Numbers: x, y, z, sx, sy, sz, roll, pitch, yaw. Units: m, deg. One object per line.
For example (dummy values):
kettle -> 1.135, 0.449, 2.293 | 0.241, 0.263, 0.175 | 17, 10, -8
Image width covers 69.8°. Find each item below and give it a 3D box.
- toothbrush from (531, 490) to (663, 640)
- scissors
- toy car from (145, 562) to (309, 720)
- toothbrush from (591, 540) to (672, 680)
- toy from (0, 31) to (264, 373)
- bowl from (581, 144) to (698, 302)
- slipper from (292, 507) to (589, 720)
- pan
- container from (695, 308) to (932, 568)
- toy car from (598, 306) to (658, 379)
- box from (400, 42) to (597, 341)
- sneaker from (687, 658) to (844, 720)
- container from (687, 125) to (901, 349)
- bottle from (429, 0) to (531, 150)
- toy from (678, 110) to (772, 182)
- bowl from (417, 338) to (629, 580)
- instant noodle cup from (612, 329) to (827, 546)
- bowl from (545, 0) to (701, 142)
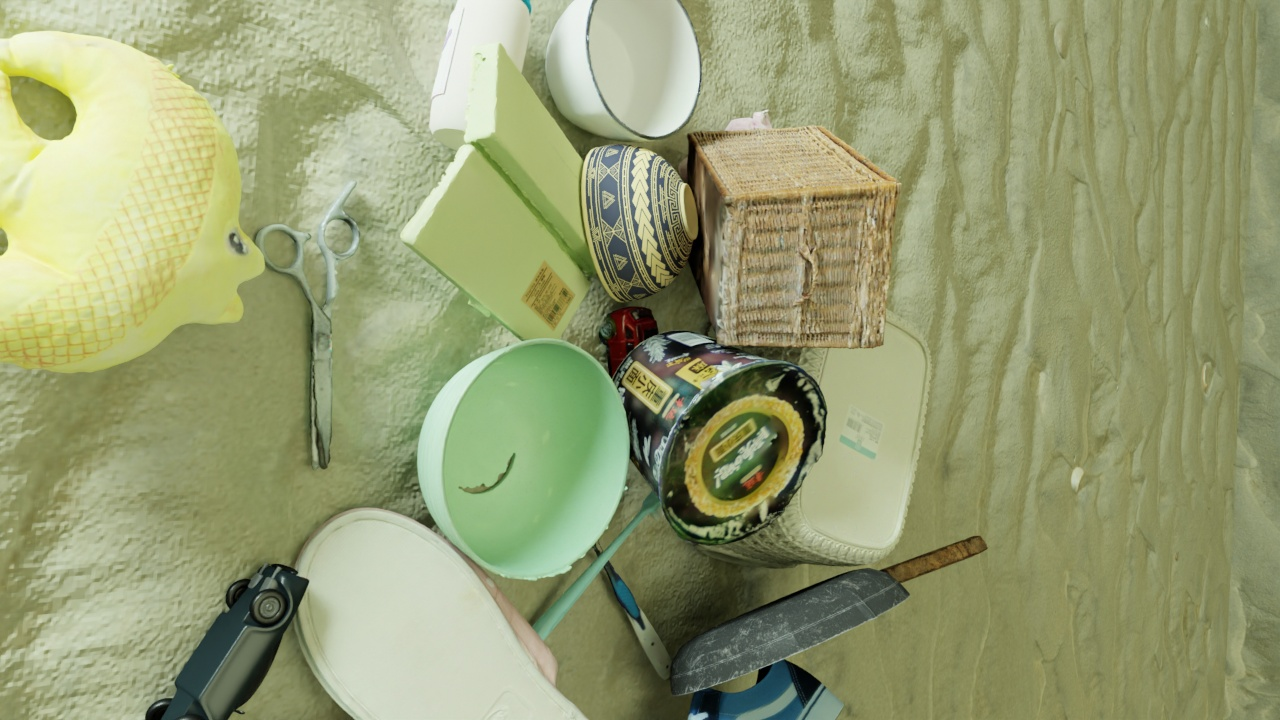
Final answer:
toothbrush -> -0.037, 0.159, 0.670 | 0.180, 0.016, 0.016 | -45, 130, -22
scissors -> -0.180, -0.022, 0.542 | 0.094, 0.014, 0.170 | -29, 109, -39
toy car -> -0.218, 0.161, 0.489 | 0.034, 0.046, 0.112 | 45, 60, -33
toothbrush -> -0.013, 0.186, 0.715 | 0.016, 0.017, 0.189 | -39, 120, -25
toy -> -0.255, -0.072, 0.435 | 0.154, 0.065, 0.170 | 30, 63, -29
bowl -> 0.007, -0.101, 0.657 | 0.112, 0.061, 0.112 | -7, 90, -73
slipper -> -0.105, 0.205, 0.562 | 0.114, 0.055, 0.274 | -42, 96, -27
pan -> 0.175, 0.196, 0.771 | 0.356, 0.208, 0.040 | -14, 73, -34
container -> 0.139, 0.056, 0.769 | 0.184, 0.143, 0.246 | 20, 78, -30
toy car -> -0.004, 0.004, 0.704 | 0.042, 0.036, 0.091 | -13, 107, -43
box -> -0.071, -0.091, 0.585 | 0.141, 0.044, 0.187 | -70, 156, -14
sneaker -> 0.055, 0.313, 0.691 | 0.240, 0.098, 0.084 | -36, 154, -43
container -> 0.100, -0.096, 0.671 | 0.112, 0.198, 0.114 | -2, 116, -4
bottle -> -0.098, -0.207, 0.589 | 0.051, 0.051, 0.146 | 19, 78, -43
toy -> 0.081, -0.165, 0.772 | 0.109, 0.047, 0.063 | -42, 129, -18
bowl -> -0.084, 0.060, 0.595 | 0.150, 0.077, 0.151 | -2, 93, -44
instant noodle cup -> 0.046, 0.044, 0.655 | 0.137, 0.112, 0.137 | -13, 118, -26
bowl -> -0.017, -0.212, 0.659 | 0.116, 0.066, 0.116 | -2, 93, -44
